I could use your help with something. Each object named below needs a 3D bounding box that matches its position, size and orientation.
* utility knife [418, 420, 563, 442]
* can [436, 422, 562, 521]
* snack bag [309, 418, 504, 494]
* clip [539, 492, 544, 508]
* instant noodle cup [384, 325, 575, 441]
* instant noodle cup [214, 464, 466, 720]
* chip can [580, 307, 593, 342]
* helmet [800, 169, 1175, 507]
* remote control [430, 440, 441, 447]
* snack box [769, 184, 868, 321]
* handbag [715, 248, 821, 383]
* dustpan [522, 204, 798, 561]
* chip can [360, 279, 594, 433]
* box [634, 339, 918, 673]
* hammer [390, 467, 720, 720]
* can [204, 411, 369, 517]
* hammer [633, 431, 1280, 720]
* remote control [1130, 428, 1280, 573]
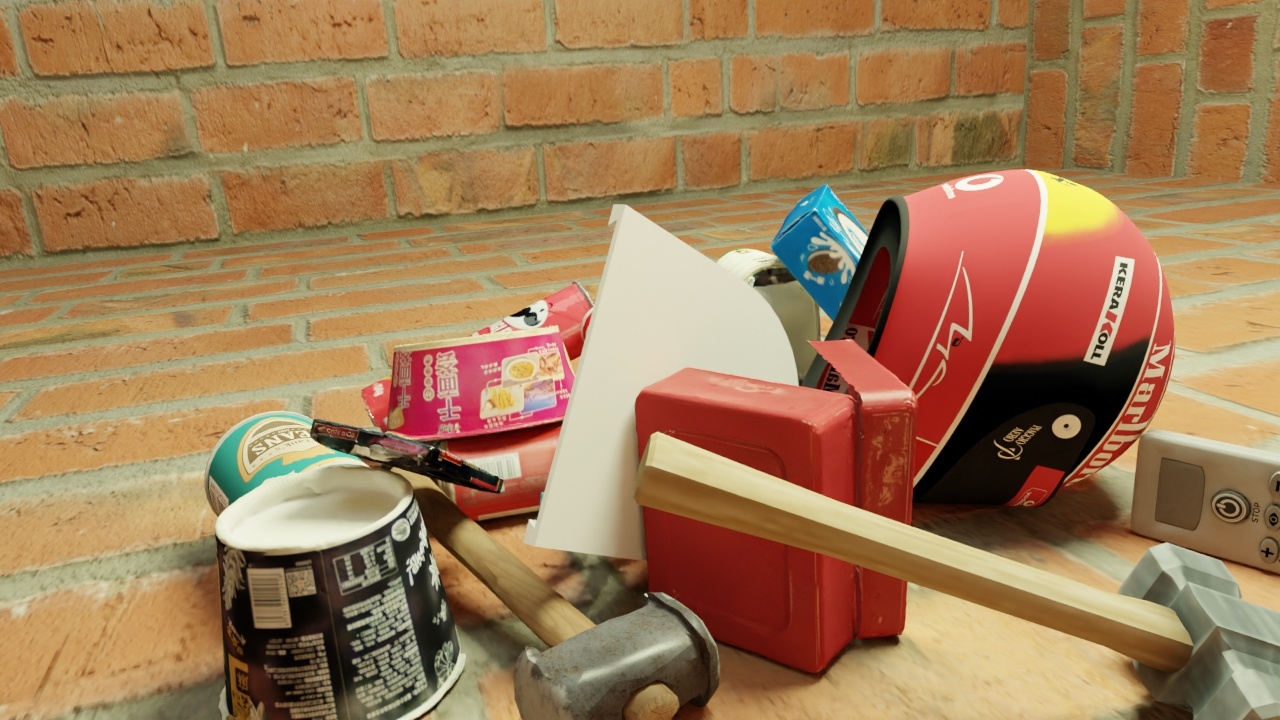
[{"bbox_3d":[-0.143,0.062,0.819,0.225,0.015,0.031,-8,17,4],"label":"utility knife"},{"bbox_3d":[-0.075,0.084,0.726,0.170,0.067,0.067,-8,17,-13],"label":"can"},{"bbox_3d":[-0.140,0.063,0.573,0.075,0.018,0.155,12,-13,9],"label":"snack bag"},{"bbox_3d":[-0.044,0.107,0.643,0.121,0.031,0.130,2,-9,39],"label":"clip"},{"bbox_3d":[-0.132,0.016,0.769,0.178,0.077,0.178,-7,2,0],"label":"instant noodle cup"},{"bbox_3d":[-0.172,0.128,0.514,0.137,0.112,0.137,-3,17,1],"label":"instant noodle cup"},{"bbox_3d":[-0.005,0.005,0.775,0.051,0.052,0.214,-7,21,-13],"label":"chip can"},{"bbox_3d":[0.259,-0.002,0.679,0.224,0.271,0.197,18,27,0],"label":"helmet"},{"bbox_3d":[-0.125,0.083,0.815,0.143,0.024,0.049,-2,16,10],"label":"remote control"},{"bbox_3d":[0.226,-0.054,0.875,0.056,0.239,0.195,-40,4,22],"label":"snack box"},{"bbox_3d":[0.122,-0.044,0.971,0.096,0.142,0.198,-6,10,-2],"label":"handbag"},{"bbox_3d":[0.021,0.034,0.611,0.053,0.191,0.257,10,-8,38],"label":"dustpan"},{"bbox_3d":[-0.149,0.006,0.887,0.232,0.073,0.073,-28,21,-10],"label":"chip can"},{"bbox_3d":[0.075,0.083,0.540,0.156,0.157,0.147,-5,15,-9],"label":"box"},{"bbox_3d":[-0.087,0.129,0.566,0.097,0.052,0.329,-15,23,-34],"label":"hammer"},{"bbox_3d":[-0.238,0.101,0.647,0.099,0.099,0.144,-15,20,-33],"label":"can"},{"bbox_3d":[0.154,0.100,0.436,0.323,0.051,0.117,19,26,-2],"label":"hammer"},{"bbox_3d":[0.390,0.094,0.573,0.019,0.074,0.151,-17,21,-40],"label":"remote control"}]
